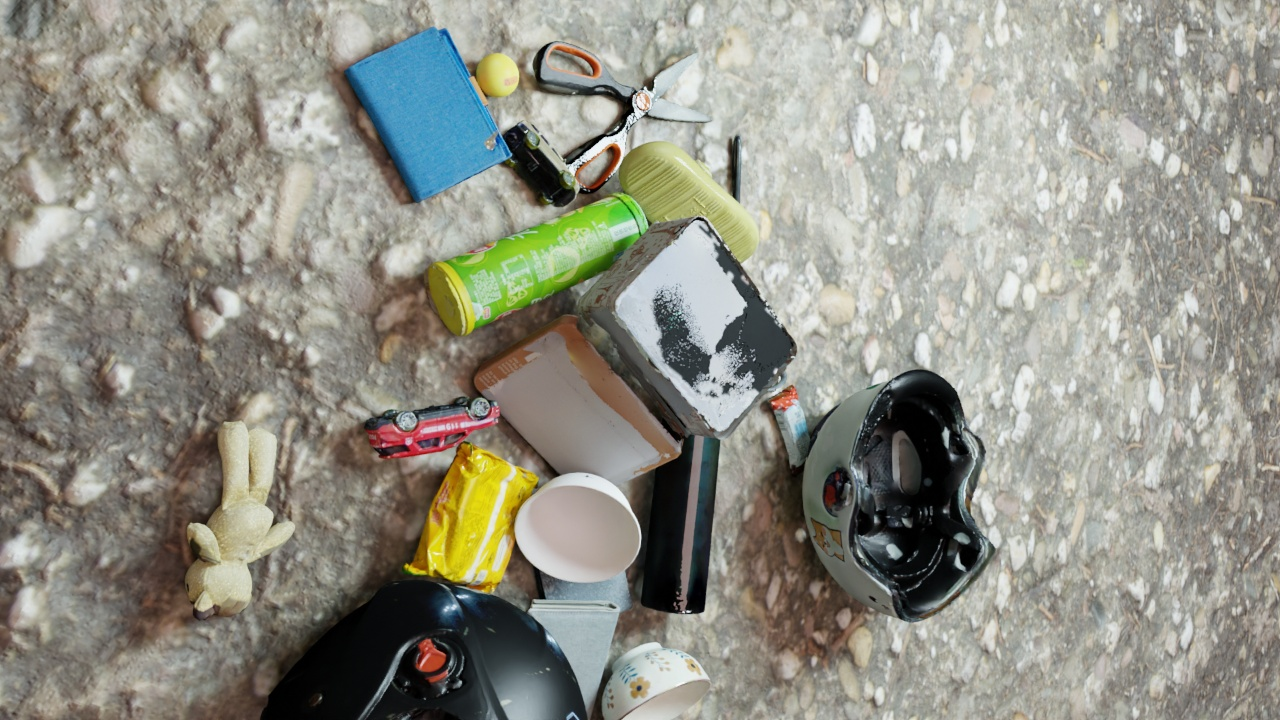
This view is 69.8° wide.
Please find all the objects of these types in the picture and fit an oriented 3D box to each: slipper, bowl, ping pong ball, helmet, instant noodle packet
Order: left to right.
[{"bbox_3d":[-0.154,0.293,0.725,0.229,0.275,0.234,-60,143,-46],"label":"helmet"},{"bbox_3d":[-0.153,0.148,0.839,0.110,0.044,0.128,37,71,-52],"label":"instant noodle packet"},{"bbox_3d":[-0.135,-0.270,0.869,0.040,0.040,0.040,0,89,-31],"label":"ping pong ball"},{"bbox_3d":[-0.056,0.147,0.876,0.118,0.118,0.064,50,23,-21],"label":"bowl"},{"bbox_3d":[0.008,0.326,0.926,0.113,0.114,0.062,-7,52,-31],"label":"bowl"},{"bbox_3d":[0.053,-0.170,0.954,0.190,0.092,0.081,39,39,-39],"label":"slipper"},{"bbox_3d":[0.272,0.151,1.046,0.229,0.157,0.274,-15,94,-36],"label":"helmet"}]

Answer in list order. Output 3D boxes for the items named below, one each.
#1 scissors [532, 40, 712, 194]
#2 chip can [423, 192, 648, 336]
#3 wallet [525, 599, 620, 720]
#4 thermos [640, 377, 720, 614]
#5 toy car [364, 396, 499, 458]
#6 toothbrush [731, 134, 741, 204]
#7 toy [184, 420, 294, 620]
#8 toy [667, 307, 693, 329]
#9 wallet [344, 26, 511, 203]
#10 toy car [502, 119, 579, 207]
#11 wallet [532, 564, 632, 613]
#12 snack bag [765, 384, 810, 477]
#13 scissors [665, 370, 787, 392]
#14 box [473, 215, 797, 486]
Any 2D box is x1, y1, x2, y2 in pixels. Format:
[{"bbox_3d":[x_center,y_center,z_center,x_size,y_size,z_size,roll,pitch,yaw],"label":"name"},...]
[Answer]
[{"bbox_3d":[-0.020,-0.259,0.955,0.220,0.022,0.224,24,79,-34],"label":"scissors"},{"bbox_3d":[-0.092,-0.096,0.875,0.220,0.073,0.072,-27,103,-28],"label":"chip can"},{"bbox_3d":[-0.080,0.296,0.884,0.106,0.037,0.130,10,100,-32],"label":"wallet"},{"bbox_3d":[0.056,0.138,0.964,0.089,0.069,0.242,11,85,-36],"label":"thermos"},{"bbox_3d":[-0.186,0.060,0.829,0.120,0.053,0.045,-12,97,-28],"label":"toy car"},{"bbox_3d":[0.105,-0.164,1.029,0.018,0.016,0.181,3,89,-22],"label":"toothbrush"},{"bbox_3d":[-0.330,0.127,0.741,0.105,0.066,0.157,33,62,-71],"label":"toy"},{"bbox_3d":[0.058,-0.053,0.992,0.096,0.030,0.091,48,59,-14],"label":"toy"},{"bbox_3d":[-0.191,-0.225,0.837,0.106,0.040,0.133,-32,106,-18],"label":"wallet"},{"bbox_3d":[-0.095,-0.190,0.891,0.090,0.042,0.035,49,44,-15],"label":"toy car"},{"bbox_3d":[-0.061,0.209,0.924,0.097,0.019,0.121,-14,96,-33],"label":"wallet"},{"bbox_3d":[0.179,0.082,1.065,0.045,0.026,0.105,-27,105,-37],"label":"snack bag"},{"bbox_3d":[0.097,-0.005,1.027,0.163,0.014,0.165,40,72,-22],"label":"scissors"},{"bbox_3d":[-0.002,0.007,0.856,0.272,0.130,0.179,-38,112,5],"label":"box"}]
